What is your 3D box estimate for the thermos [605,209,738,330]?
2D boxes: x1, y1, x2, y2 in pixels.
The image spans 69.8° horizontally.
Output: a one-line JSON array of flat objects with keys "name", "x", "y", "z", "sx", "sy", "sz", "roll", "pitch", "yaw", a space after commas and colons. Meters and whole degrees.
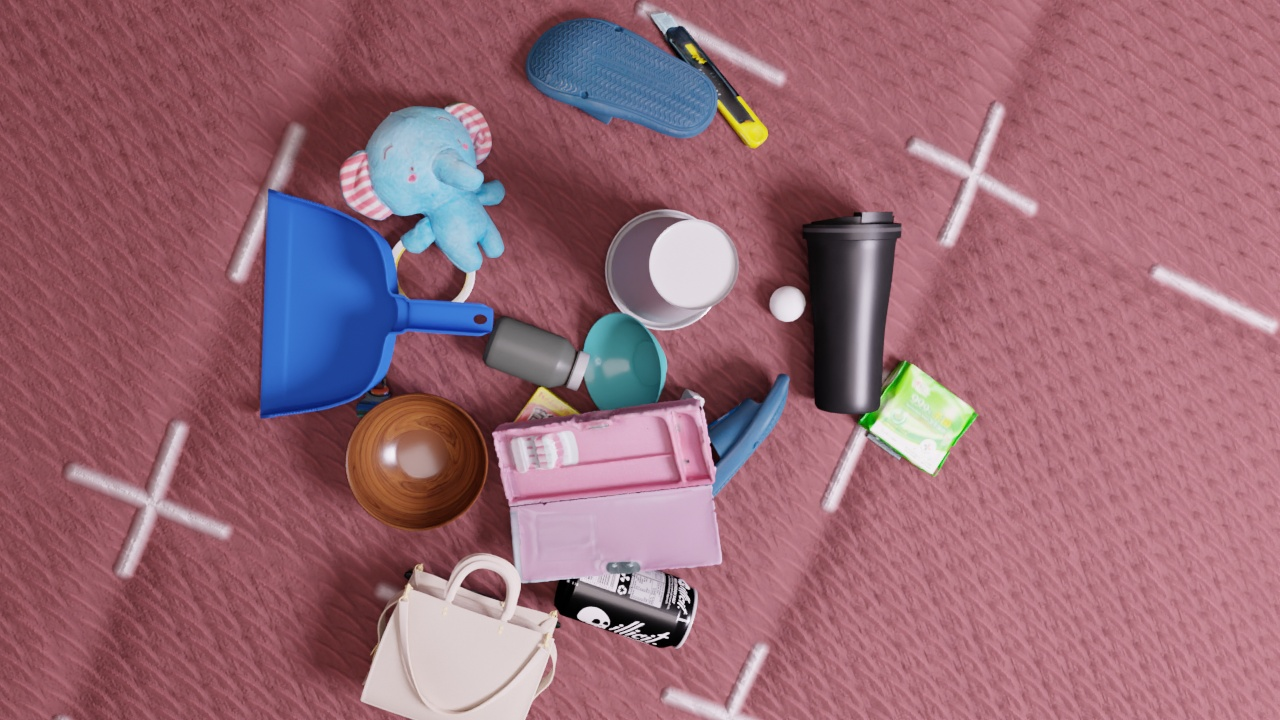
[{"name": "thermos", "x": 0.036, "y": -0.093, "z": 0.930, "sx": 0.131, "sy": 0.222, "sz": 0.131, "roll": 0, "pitch": 94, "yaw": -6}]

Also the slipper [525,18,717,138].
[{"name": "slipper", "x": -0.019, "y": -0.302, "z": 0.992, "sx": 0.214, "sy": 0.059, "sz": 0.103, "roll": 21, "pitch": 82, "yaw": 5}]

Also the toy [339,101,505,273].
[{"name": "toy", "x": -0.205, "y": -0.180, "z": 0.951, "sx": 0.182, "sy": 0.115, "sz": 0.180, "roll": -39, "pitch": 101, "yaw": -33}]

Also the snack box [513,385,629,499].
[{"name": "snack box", "x": -0.073, "y": 0.101, "z": 1.029, "sx": 0.152, "sy": 0.025, "sz": 0.075, "roll": 36, "pitch": 90, "yaw": -4}]

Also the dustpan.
[{"name": "dustpan", "x": -0.281, "y": -0.051, "z": 0.965, "sx": 0.257, "sy": 0.059, "sz": 0.245, "roll": 4, "pitch": 94, "yaw": 1}]

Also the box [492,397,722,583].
[{"name": "box", "x": -0.035, "y": 0.138, "z": 0.976, "sx": 0.233, "sy": 0.050, "sz": 0.180, "roll": -7, "pitch": 94, "yaw": 14}]

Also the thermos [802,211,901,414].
[{"name": "thermos", "x": 0.232, "y": -0.054, "z": 1.019, "sx": 0.106, "sy": 0.106, "sz": 0.219, "roll": -2, "pitch": 100, "yaw": -6}]

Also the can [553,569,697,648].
[{"name": "can", "x": -0.017, "y": 0.265, "z": 1.025, "sx": 0.146, "sy": 0.080, "sz": 0.080, "roll": 21, "pitch": 92, "yaw": -7}]

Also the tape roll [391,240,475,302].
[{"name": "tape roll", "x": -0.229, "y": -0.096, "z": 1.004, "sx": 0.094, "sy": 0.019, "sz": 0.094, "roll": 0, "pitch": 95, "yaw": -6}]

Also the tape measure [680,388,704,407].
[{"name": "tape measure", "x": 0.049, "y": 0.065, "z": 1.024, "sx": 0.017, "sy": 0.064, "sz": 0.065, "roll": 24, "pitch": 96, "yaw": -7}]

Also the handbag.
[{"name": "handbag", "x": -0.181, "y": 0.295, "z": 0.985, "sx": 0.194, "sy": 0.101, "sz": 0.198, "roll": 21, "pitch": 106, "yaw": -5}]

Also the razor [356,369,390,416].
[{"name": "razor", "x": -0.283, "y": -0.006, "z": 1.007, "sx": 0.044, "sy": 0.018, "sz": 0.141, "roll": 6, "pitch": 92, "yaw": 3}]

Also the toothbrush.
[{"name": "toothbrush", "x": -0.178, "y": 0.272, "z": 1.045, "sx": 0.188, "sy": 0.017, "sz": 0.014, "roll": 22, "pitch": 96, "yaw": -10}]

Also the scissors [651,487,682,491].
[{"name": "scissors", "x": -0.002, "y": 0.173, "z": 1.053, "sx": 0.132, "sy": 0.020, "sz": 0.097, "roll": 10, "pitch": 89, "yaw": -6}]

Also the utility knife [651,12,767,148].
[{"name": "utility knife", "x": 0.076, "y": -0.314, "z": 1.020, "sx": 0.029, "sy": 0.020, "sz": 0.186, "roll": -41, "pitch": 96, "yaw": -3}]

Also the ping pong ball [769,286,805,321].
[{"name": "ping pong ball", "x": 0.166, "y": -0.064, "z": 1.037, "sx": 0.040, "sy": 0.040, "sz": 0.040, "roll": 0, "pitch": 94, "yaw": -6}]

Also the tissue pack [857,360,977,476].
[{"name": "tissue pack", "x": 0.320, "y": 0.068, "z": 1.069, "sx": 0.114, "sy": 0.034, "sz": 0.099, "roll": 35, "pitch": 89, "yaw": -9}]

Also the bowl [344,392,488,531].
[{"name": "bowl", "x": -0.238, "y": 0.104, "z": 0.994, "sx": 0.147, "sy": 0.069, "sz": 0.147, "roll": -1, "pitch": 95, "yaw": -7}]

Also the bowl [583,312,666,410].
[{"name": "bowl", "x": -0.006, "y": 0.006, "z": 1.010, "sx": 0.046, "sy": 0.121, "sz": 0.121, "roll": -10, "pitch": 97, "yaw": -46}]

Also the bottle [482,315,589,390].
[{"name": "bottle", "x": -0.114, "y": -0.005, "z": 1.003, "sx": 0.108, "sy": 0.060, "sz": 0.060, "roll": 20, "pitch": 92, "yaw": -7}]

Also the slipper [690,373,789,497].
[{"name": "slipper", "x": 0.092, "y": 0.095, "z": 1.013, "sx": 0.059, "sy": 0.104, "sz": 0.213, "roll": 40, "pitch": 88, "yaw": 5}]
